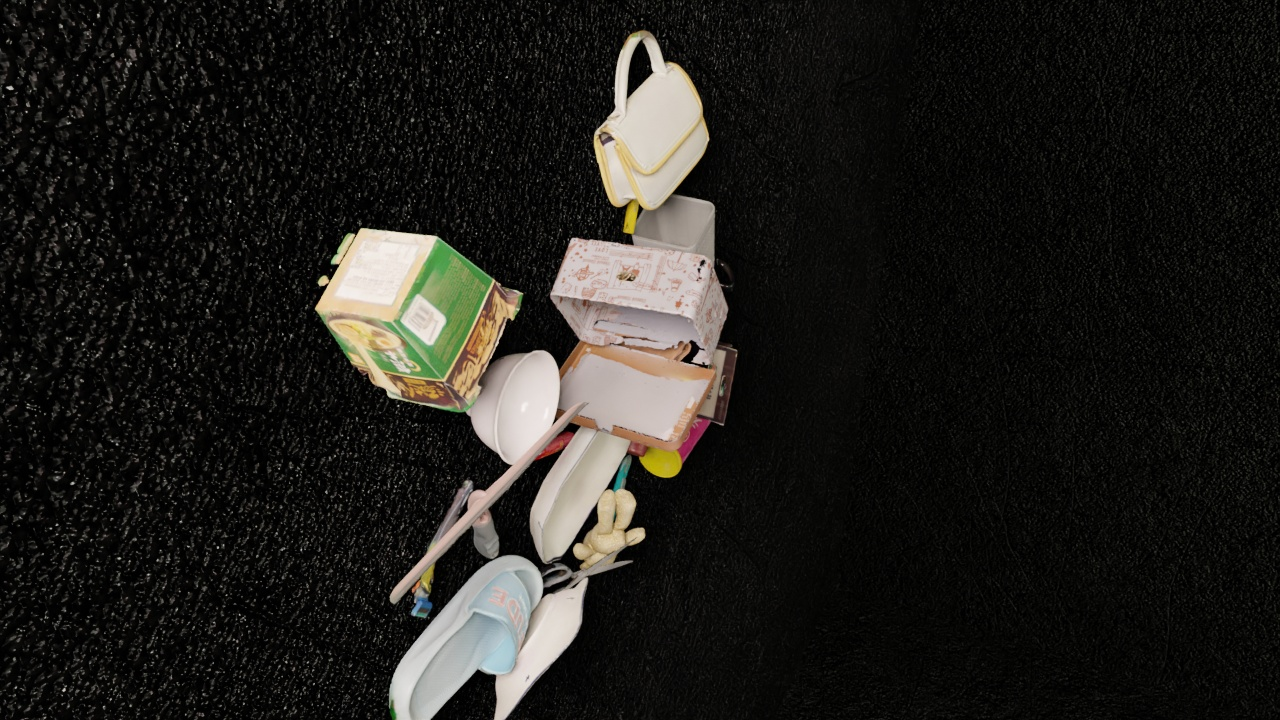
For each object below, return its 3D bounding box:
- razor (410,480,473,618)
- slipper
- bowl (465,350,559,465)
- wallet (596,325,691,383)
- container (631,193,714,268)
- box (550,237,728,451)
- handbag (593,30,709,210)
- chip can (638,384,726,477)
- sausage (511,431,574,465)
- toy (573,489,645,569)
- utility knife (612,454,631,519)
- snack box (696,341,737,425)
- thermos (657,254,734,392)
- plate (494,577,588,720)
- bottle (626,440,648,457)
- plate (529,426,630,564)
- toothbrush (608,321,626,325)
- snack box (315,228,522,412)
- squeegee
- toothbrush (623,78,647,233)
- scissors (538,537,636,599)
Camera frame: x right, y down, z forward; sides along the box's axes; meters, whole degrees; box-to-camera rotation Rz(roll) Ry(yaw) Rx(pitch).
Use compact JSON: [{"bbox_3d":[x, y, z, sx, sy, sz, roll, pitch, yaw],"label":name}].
[{"bbox_3d":[-0.201,0.186,0.921,0.043,0.022,0.142,85,24,-74],"label":"razor"},{"bbox_3d":[-0.173,0.301,0.990,0.244,0.074,0.104,-41,139,-52],"label":"slipper"},{"bbox_3d":[-0.139,0.041,0.928,0.118,0.065,0.118,-44,141,-52],"label":"bowl"},{"bbox_3d":[-0.007,0.007,1.141,0.115,0.101,0.020,-48,131,-16],"label":"wallet"},{"bbox_3d":[0.048,-0.148,1.229,0.114,0.090,0.090,80,33,-51],"label":"container"},{"bbox_3d":[-0.017,-0.011,1.040,0.156,0.183,0.192,60,46,-58],"label":"box"},{"bbox_3d":[0.010,-0.286,1.077,0.163,0.063,0.179,-53,139,-33],"label":"handbag"},{"bbox_3d":[0.072,0.094,1.449,0.209,0.071,0.071,-50,146,-48],"label":"chip can"},{"bbox_3d":[-0.115,0.104,1.081,0.155,0.020,0.020,-14,116,-65],"label":"sausage"},{"bbox_3d":[-0.045,0.228,1.229,0.105,0.066,0.158,-16,144,-28],"label":"toy"},{"bbox_3d":[-0.038,0.212,1.332,0.029,0.013,0.157,27,78,-65],"label":"utility knife"},{"bbox_3d":[0.082,0.025,1.356,0.053,0.126,0.113,-13,115,-67],"label":"snack box"},{"bbox_3d":[0.079,-0.058,1.270,0.069,0.090,0.241,87,11,-49],"label":"thermos"},{"bbox_3d":[-0.125,0.331,1.086,0.164,0.034,0.164,-51,-174,9],"label":"plate"},{"bbox_3d":[0.014,0.049,1.301,0.174,0.057,0.057,-71,157,-12],"label":"bottle"},{"bbox_3d":[-0.069,0.132,1.156,0.264,0.034,0.162,-56,161,-36],"label":"plate"},{"bbox_3d":[0.013,-0.008,1.234,0.191,0.018,0.016,44,72,-40],"label":"toothbrush"},{"bbox_3d":[-0.180,-0.040,0.724,0.118,0.118,0.105,-69,152,-22],"label":"snack box"},{"bbox_3d":[-0.158,0.161,0.925,0.247,0.040,0.250,-47,170,-24],"label":"squeegee"},{"bbox_3d":[-0.002,-0.253,1.142,0.016,0.016,0.190,-10,113,-61],"label":"toothbrush"},{"bbox_3d":[-0.078,0.278,1.178,0.159,0.014,0.175,-48,145,4],"label":"scissors"}]
